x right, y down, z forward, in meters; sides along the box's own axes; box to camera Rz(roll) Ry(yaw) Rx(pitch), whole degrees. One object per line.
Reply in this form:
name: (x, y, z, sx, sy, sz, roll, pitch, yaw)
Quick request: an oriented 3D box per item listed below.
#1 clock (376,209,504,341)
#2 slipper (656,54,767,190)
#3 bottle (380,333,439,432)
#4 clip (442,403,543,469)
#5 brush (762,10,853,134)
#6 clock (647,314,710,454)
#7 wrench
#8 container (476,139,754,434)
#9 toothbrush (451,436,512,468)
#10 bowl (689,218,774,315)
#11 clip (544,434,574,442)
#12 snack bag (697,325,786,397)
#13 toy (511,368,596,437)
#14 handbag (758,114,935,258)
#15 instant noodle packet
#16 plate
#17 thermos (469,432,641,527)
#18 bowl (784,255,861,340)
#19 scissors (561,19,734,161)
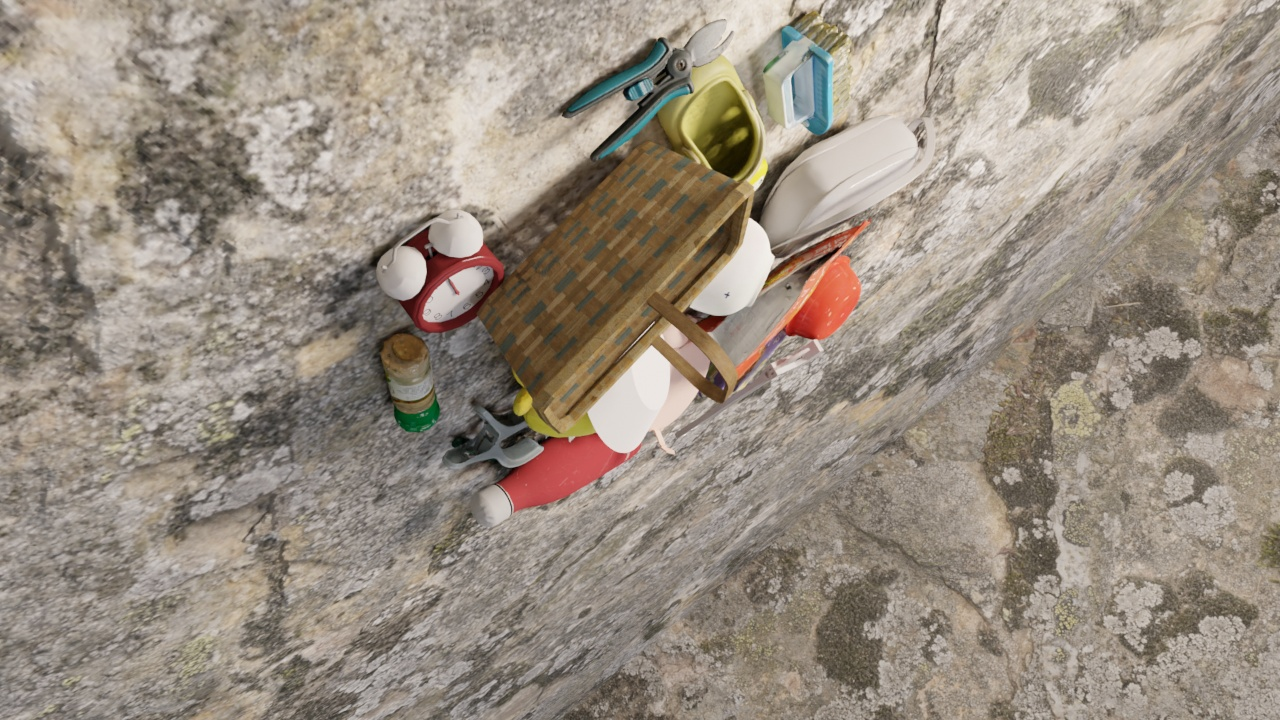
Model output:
clock: (-0.154, -0.068, 0.712, 0.087, 0.044, 0.125, -37, 159, -8)
slipper: (0.077, -0.192, 0.800, 0.091, 0.081, 0.190, -44, 155, 2)
bottle: (-0.202, 0.021, 0.806, 0.043, 0.043, 0.111, -30, 155, -23)
clip: (-0.157, 0.097, 1.011, 0.106, 0.028, 0.163, -57, 156, 6)
brush: (0.151, -0.246, 0.842, 0.075, 0.055, 0.136, -44, 158, -4)
clock: (0.035, 0.022, 1.104, 0.131, 0.086, 0.160, 5, 109, -60)
wrench: (0.144, 0.045, 1.271, 0.086, 0.018, 0.274, -20, 166, -46)
container: (0.007, -0.037, 0.775, 0.249, 0.186, 0.157, -47, 170, -7)
toothbrush: (-0.170, 0.115, 1.067, 0.016, 0.017, 0.190, -41, 158, 2)
bowl: (0.101, -0.097, 0.972, 0.113, 0.063, 0.113, 172, -58, -90)
clip: (-0.076, 0.052, 1.065, 0.058, 0.054, 0.101, -39, -177, 38)
snack bag: (0.152, -0.038, 1.238, 0.096, 0.058, 0.206, -11, 141, -58)
toy: (-0.073, 0.015, 0.936, 0.133, 0.092, 0.207, -53, 151, -7)
handbag: (0.223, -0.178, 1.057, 0.215, 0.095, 0.223, -30, 168, -21)
instant noodle packet: (0.182, -0.087, 1.068, 0.221, 0.084, 0.164, -40, 176, 20)
plate: (-0.005, 0.006, 0.932, 0.036, 0.174, 0.173, -6, 171, 25)
thermos: (-0.102, 0.131, 1.108, 0.239, 0.073, 0.073, -28, 155, -39)
bowl: (0.250, -0.073, 1.213, 0.130, 0.045, 0.131, -41, 157, -22)
scissors: (0.004, -0.212, 0.702, 0.149, 0.019, 0.131, 6, 106, -21)
